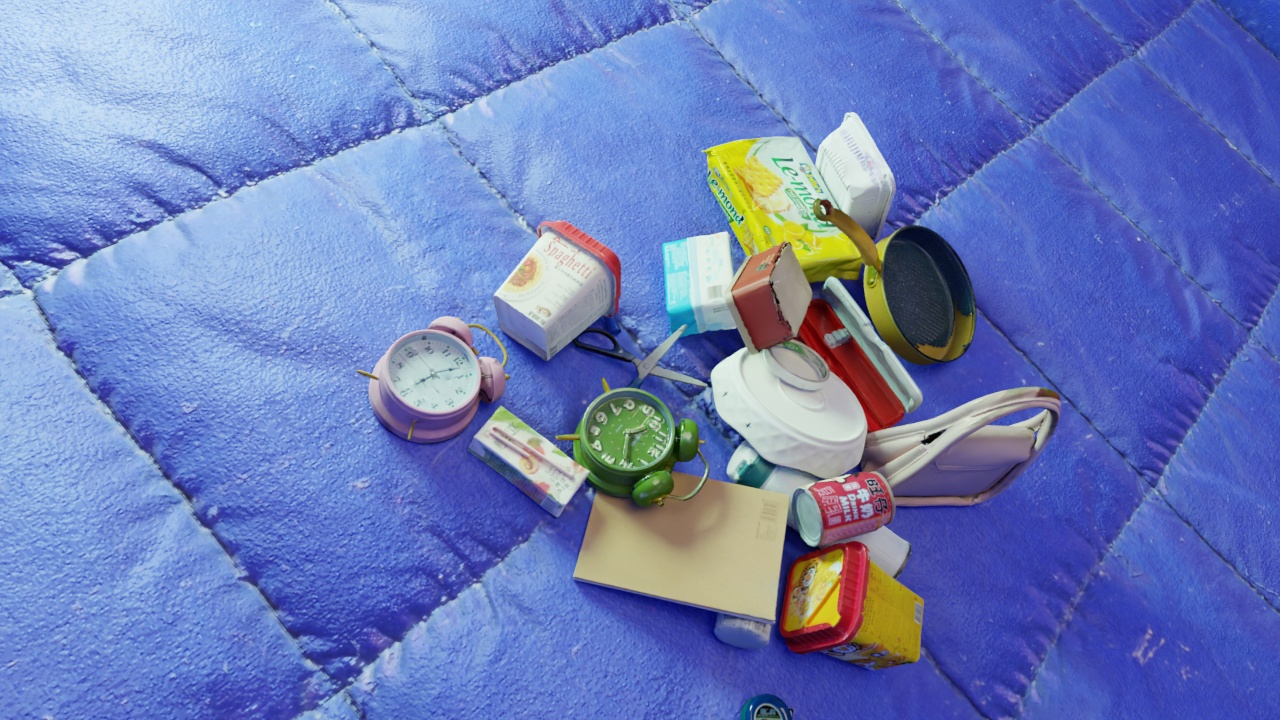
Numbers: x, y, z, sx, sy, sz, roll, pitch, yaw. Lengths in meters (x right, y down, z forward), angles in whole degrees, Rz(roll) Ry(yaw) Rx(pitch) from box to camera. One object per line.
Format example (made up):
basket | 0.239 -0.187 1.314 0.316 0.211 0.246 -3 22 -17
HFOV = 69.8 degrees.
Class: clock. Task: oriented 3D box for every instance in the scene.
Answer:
clock | -0.211 0.015 0.982 0.158 0.060 0.117 -35 79 -37
clock | -0.001 0.095 0.999 0.161 0.056 0.115 30 62 12

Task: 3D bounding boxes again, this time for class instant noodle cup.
instant noodle cup | 0.295 -0.250 1.307 0.060 0.174 0.138 -22 69 -5
instant noodle cup | -0.097 -0.077 1.054 0.116 0.117 0.124 33 64 16
instant noodle cup | 0.233 0.273 0.994 0.123 0.116 0.115 30 53 -19

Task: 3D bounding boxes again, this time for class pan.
pan | 0.337 -0.121 1.227 0.357 0.078 0.197 23 64 -28

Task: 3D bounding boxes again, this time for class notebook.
notebook | 0.048 0.187 0.980 0.211 0.012 0.149 11 54 5

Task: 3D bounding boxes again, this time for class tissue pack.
tissue pack | 0.077 -0.095 1.157 0.090 0.063 0.139 -9 59 10

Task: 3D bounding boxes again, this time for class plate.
plate | 0.183 0.051 1.097 0.204 0.046 0.204 19 34 -14

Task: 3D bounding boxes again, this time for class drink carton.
drink carton | -0.119 0.106 0.976 0.122 0.046 0.053 37 54 2

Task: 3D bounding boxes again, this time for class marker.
marker | -0.054 -0.096 1.143 0.016 0.017 0.145 -8 65 -27

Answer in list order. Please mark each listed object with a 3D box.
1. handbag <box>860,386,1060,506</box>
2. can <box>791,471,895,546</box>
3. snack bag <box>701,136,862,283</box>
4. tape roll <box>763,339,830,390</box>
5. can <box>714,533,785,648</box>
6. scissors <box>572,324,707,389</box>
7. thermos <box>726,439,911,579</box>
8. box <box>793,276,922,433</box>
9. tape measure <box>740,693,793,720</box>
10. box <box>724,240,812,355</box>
handbag | 0.392 0.095 1.085 0.193 0.235 0.093 1 62 -23
can | 0.220 0.160 0.996 0.093 0.067 0.066 -11 65 -16
snack bag | 0.193 -0.206 1.284 0.157 0.068 0.246 -13 68 -28
tape roll | 0.190 0.003 1.113 0.085 0.014 0.085 19 33 -13
can | 0.120 0.233 0.994 0.058 0.058 0.146 23 54 -9
scissors | -0.007 0.008 1.085 0.162 0.012 0.173 36 66 11
thermos | 0.202 0.172 1.064 0.224 0.073 0.073 36 53 1
box | 0.285 -0.012 1.189 0.095 0.098 0.201 -23 71 -33
tape measure | 0.129 0.370 0.937 0.058 0.025 0.054 12 55 -21
box | 0.167 -0.080 1.116 0.091 0.077 0.168 63 25 -14
